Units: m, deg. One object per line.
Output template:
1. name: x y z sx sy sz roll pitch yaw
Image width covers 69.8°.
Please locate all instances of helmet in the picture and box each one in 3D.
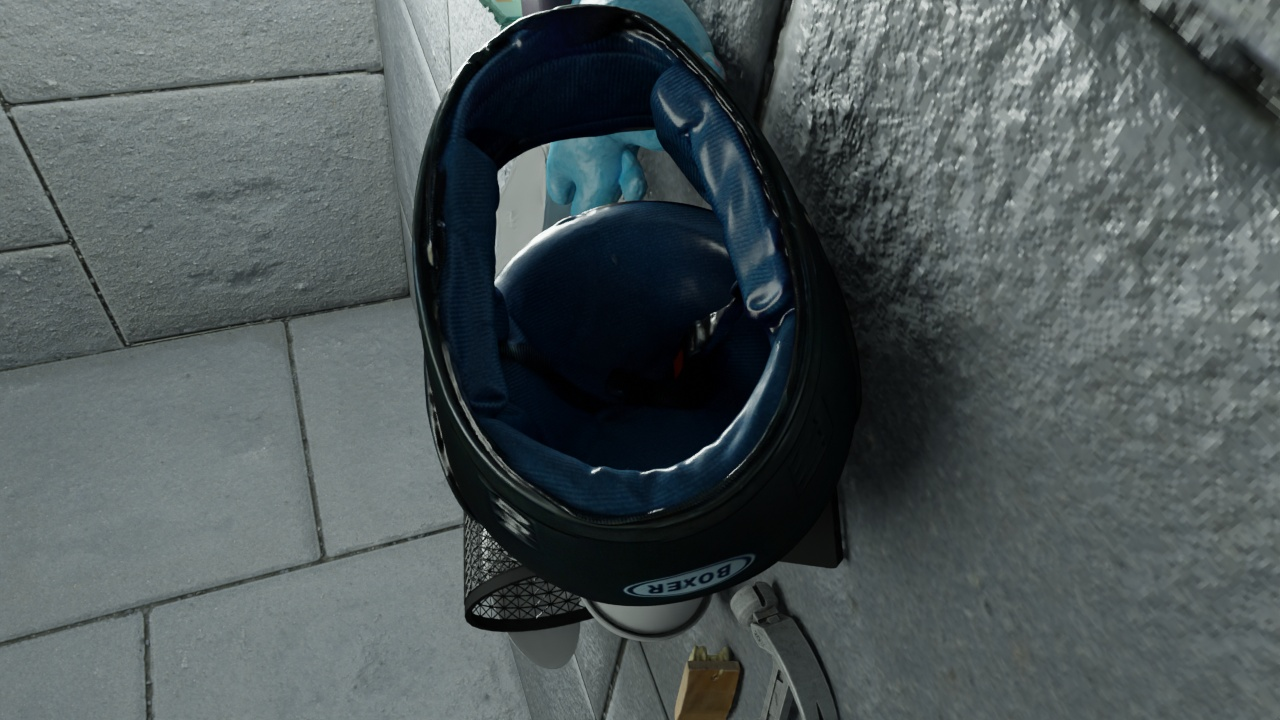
1. helmet: -0.095 -0.069 0.879 0.224 0.183 0.283 -128 34 -57
2. helmet: -0.007 -0.014 0.554 0.236 0.249 0.316 64 -170 -74

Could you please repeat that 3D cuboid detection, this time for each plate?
1. plate: -0.129 0.288 1.211 0.229 0.030 0.228 54 -159 -33

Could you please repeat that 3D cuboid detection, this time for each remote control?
1. remote control: 0.072 0.108 0.635 0.134 0.013 0.058 1 106 32

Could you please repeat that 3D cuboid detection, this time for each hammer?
1. hammer: 0.107 0.331 0.784 0.126 0.036 0.316 -123 26 -42

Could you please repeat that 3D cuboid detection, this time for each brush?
1. brush: 0.062 0.314 0.882 0.039 0.049 0.117 -94 7 -46

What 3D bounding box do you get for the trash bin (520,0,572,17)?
1. trash bin: -0.043 -0.266 0.755 0.093 0.092 0.161 -123 23 -49

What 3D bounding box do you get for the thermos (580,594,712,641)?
1. thermos: 0.024 0.141 0.777 0.222 0.131 0.131 112 143 -49

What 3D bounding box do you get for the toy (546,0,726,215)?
1. toy: -0.008 -0.182 0.669 0.183 0.114 0.181 47 130 31

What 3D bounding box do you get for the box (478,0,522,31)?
1. box: -0.111 -0.310 0.859 0.186 0.057 0.138 -72 -36 -67

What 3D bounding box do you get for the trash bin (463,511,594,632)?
1. trash bin: -0.115 0.169 1.097 0.217 0.216 0.243 106 154 -57
